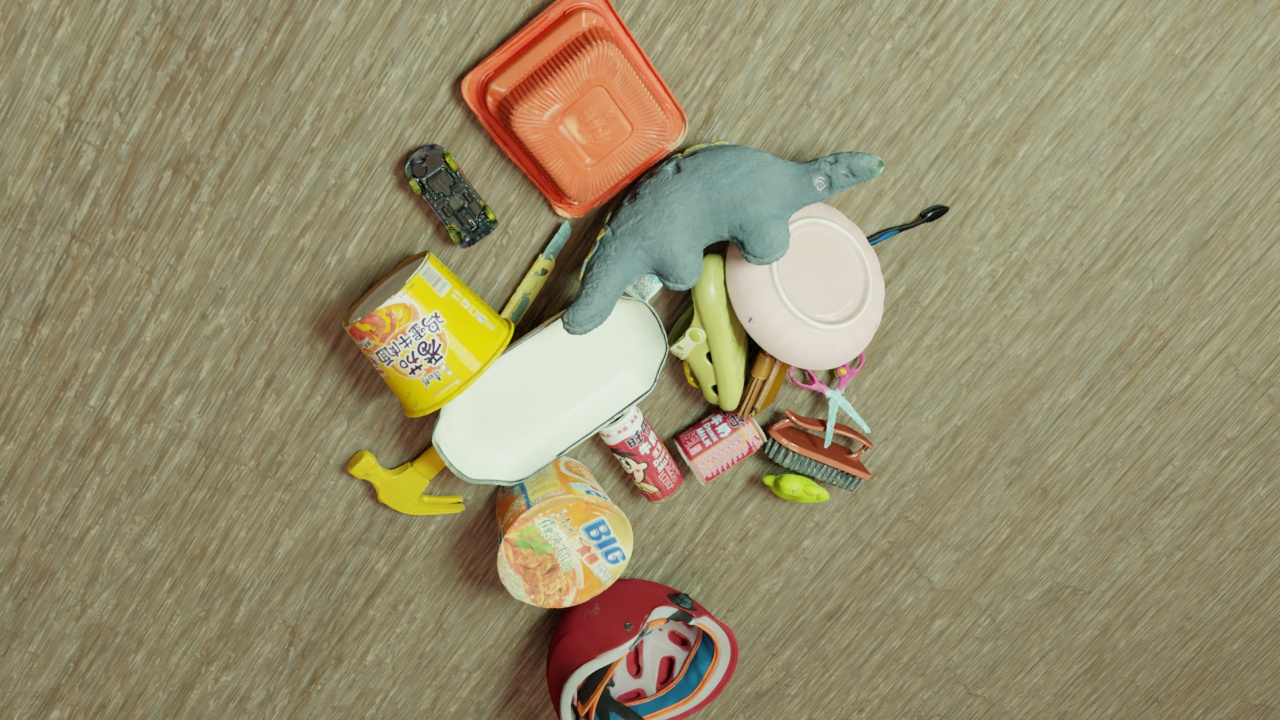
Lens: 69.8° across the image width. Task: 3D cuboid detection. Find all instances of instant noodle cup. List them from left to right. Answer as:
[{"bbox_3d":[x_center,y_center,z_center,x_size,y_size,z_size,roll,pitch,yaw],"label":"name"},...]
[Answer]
[{"bbox_3d":[-0.209,-0.030,0.881,0.138,0.138,0.110,-38,113,3],"label":"instant noodle cup"},{"bbox_3d":[-0.095,0.185,1.033,0.151,0.111,0.151,-8,118,-15],"label":"instant noodle cup"},{"bbox_3d":[-0.052,-0.228,0.860,0.164,0.079,0.189,-38,126,8],"label":"instant noodle cup"}]

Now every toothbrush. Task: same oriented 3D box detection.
[{"bbox_3d":[0.267,-0.139,1.050,0.189,0.016,0.014,-24,130,-2],"label":"toothbrush"}]

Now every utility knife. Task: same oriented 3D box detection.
[{"bbox_3d":[-0.125,-0.065,0.954,0.031,0.020,0.190,16,108,-54],"label":"utility knife"}]

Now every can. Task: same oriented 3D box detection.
[{"bbox_3d":[-0.002,0.103,1.057,0.053,0.053,0.133,-33,121,0],"label":"can"},{"bbox_3d":[0.093,0.095,1.076,0.094,0.066,0.066,-33,121,0],"label":"can"}]

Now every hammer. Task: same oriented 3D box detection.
[{"bbox_3d":[-0.166,0.057,0.991,0.301,0.033,0.129,-42,121,5],"label":"hammer"}]

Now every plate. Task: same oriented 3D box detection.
[{"bbox_3d":[-0.094,0.025,0.955,0.265,0.034,0.162,-35,133,-6],"label":"plate"},{"bbox_3d":[0.183,-0.087,0.967,0.192,0.039,0.192,6,75,-21],"label":"plate"}]

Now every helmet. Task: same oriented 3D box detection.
[{"bbox_3d":[-0.011,0.356,1.134,0.239,0.144,0.207,5,115,-36],"label":"helmet"}]

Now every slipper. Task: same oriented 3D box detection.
[{"bbox_3d":[0.071,-0.031,1.007,0.082,0.091,0.191,1,129,20],"label":"slipper"}]

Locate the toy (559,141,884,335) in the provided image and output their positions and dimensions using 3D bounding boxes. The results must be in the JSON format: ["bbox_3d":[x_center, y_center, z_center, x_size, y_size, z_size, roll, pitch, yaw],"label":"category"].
[{"bbox_3d":[0.065,-0.145,0.905,0.356,0.137,0.091,-25,151,-7],"label":"toy"}]

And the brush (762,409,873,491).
[{"bbox_3d":[0.217,0.104,1.125,0.145,0.063,0.069,21,110,-24],"label":"brush"}]

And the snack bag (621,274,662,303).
[{"bbox_3d":[0.019,-0.098,0.978,0.048,0.026,0.104,34,102,-23],"label":"snack bag"}]

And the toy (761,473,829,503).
[{"bbox_3d":[0.192,0.158,1.136,0.096,0.100,0.031,15,79,-6],"label":"toy"}]

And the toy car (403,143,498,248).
[{"bbox_3d":[-0.182,-0.159,0.878,0.049,0.031,0.106,-36,122,1],"label":"toy car"}]

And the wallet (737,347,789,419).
[{"bbox_3d":[0.152,-0.001,1.030,0.035,0.118,0.131,27,111,19],"label":"wallet"}]

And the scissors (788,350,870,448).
[{"bbox_3d":[0.227,0.038,1.097,0.130,0.017,0.133,14,84,-11],"label":"scissors"}]
